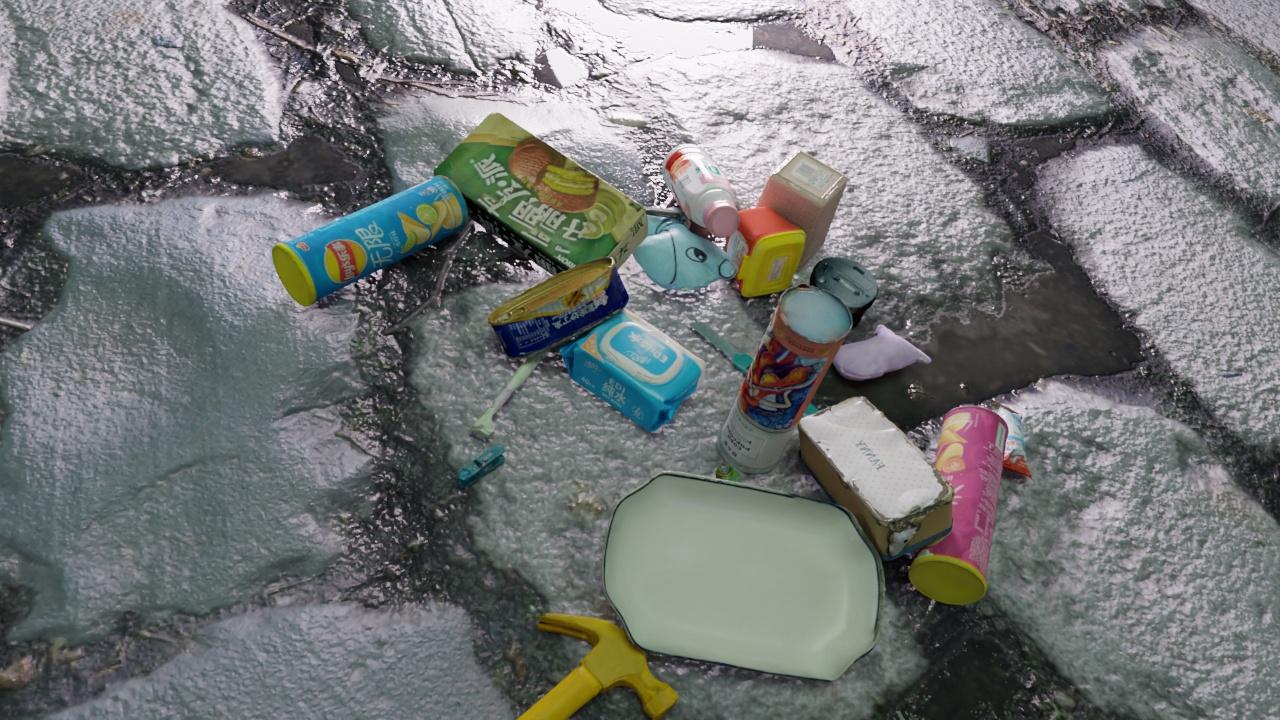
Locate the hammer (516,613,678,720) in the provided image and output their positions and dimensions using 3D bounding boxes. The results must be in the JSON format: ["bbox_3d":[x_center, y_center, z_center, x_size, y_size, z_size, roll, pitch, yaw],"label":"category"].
[{"bbox_3d":[-0.112,0.309,0.713,0.299,0.033,0.129,-33,64,-34],"label":"hammer"}]

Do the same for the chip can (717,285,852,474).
[{"bbox_3d":[0.136,0.024,0.891,0.071,0.215,0.071,7,50,-9],"label":"chip can"}]

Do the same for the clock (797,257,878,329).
[{"bbox_3d":[0.231,-0.073,1.102,0.082,0.055,0.121,42,54,19],"label":"clock"}]

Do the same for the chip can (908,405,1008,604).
[{"bbox_3d":[0.328,0.142,0.937,0.071,0.072,0.209,24,49,6],"label":"chip can"}]

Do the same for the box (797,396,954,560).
[{"bbox_3d":[0.225,0.108,0.910,0.089,0.061,0.184,-21,37,-9],"label":"box"}]

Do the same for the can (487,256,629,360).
[{"bbox_3d":[-0.086,-0.056,0.975,0.148,0.049,0.074,-28,24,-8],"label":"can"}]

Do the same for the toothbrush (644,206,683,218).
[{"bbox_3d":[-0.035,-0.193,1.132,0.181,0.018,0.015,11,37,13],"label":"toothbrush"}]

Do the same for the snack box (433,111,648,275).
[{"bbox_3d":[-0.117,-0.184,1.080,0.240,0.063,0.114,36,74,15],"label":"snack box"}]

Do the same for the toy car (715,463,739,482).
[{"bbox_3d":[0.085,0.144,0.893,0.036,0.043,0.091,5,52,-7],"label":"toy car"}]

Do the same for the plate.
[{"bbox_3d":[0.092,0.194,0.826,0.265,0.034,0.161,12,70,-10],"label":"plate"}]

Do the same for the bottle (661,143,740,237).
[{"bbox_3d":[0.078,-0.206,1.126,0.068,0.068,0.196,1,30,-14],"label":"bottle"}]

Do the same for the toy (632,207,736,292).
[{"bbox_3d":[0.036,-0.135,1.109,0.161,0.050,0.156,7,49,1],"label":"toy"}]

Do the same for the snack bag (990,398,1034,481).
[{"bbox_3d":[0.417,0.089,1.033,0.048,0.026,0.104,24,49,-10],"label":"snack bag"}]

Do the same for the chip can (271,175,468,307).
[{"bbox_3d":[-0.293,-0.135,1.012,0.071,0.071,0.209,41,53,20],"label":"chip can"}]

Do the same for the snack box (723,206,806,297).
[{"bbox_3d":[0.144,-0.134,1.110,0.081,0.091,0.080,-13,49,-24],"label":"snack box"}]

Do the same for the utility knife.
[{"bbox_3d":[0.138,0.020,1.028,0.216,0.013,0.029,39,53,19],"label":"utility knife"}]

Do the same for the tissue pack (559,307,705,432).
[{"bbox_3d":[-0.006,0.006,0.971,0.140,0.063,0.089,35,51,15],"label":"tissue pack"}]

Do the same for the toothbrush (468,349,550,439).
[{"bbox_3d":[-0.122,0.014,0.966,0.029,0.020,0.189,2,40,31],"label":"toothbrush"}]

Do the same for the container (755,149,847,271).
[{"bbox_3d":[0.197,-0.191,1.154,0.090,0.111,0.090,34,51,14],"label":"container"}]

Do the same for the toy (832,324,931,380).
[{"bbox_3d":[0.271,-0.007,1.069,0.107,0.039,0.084,-20,41,-24],"label":"toy"}]

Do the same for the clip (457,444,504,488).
[{"bbox_3d":[-0.153,0.102,0.883,0.014,0.043,0.056,40,54,22],"label":"clip"}]
